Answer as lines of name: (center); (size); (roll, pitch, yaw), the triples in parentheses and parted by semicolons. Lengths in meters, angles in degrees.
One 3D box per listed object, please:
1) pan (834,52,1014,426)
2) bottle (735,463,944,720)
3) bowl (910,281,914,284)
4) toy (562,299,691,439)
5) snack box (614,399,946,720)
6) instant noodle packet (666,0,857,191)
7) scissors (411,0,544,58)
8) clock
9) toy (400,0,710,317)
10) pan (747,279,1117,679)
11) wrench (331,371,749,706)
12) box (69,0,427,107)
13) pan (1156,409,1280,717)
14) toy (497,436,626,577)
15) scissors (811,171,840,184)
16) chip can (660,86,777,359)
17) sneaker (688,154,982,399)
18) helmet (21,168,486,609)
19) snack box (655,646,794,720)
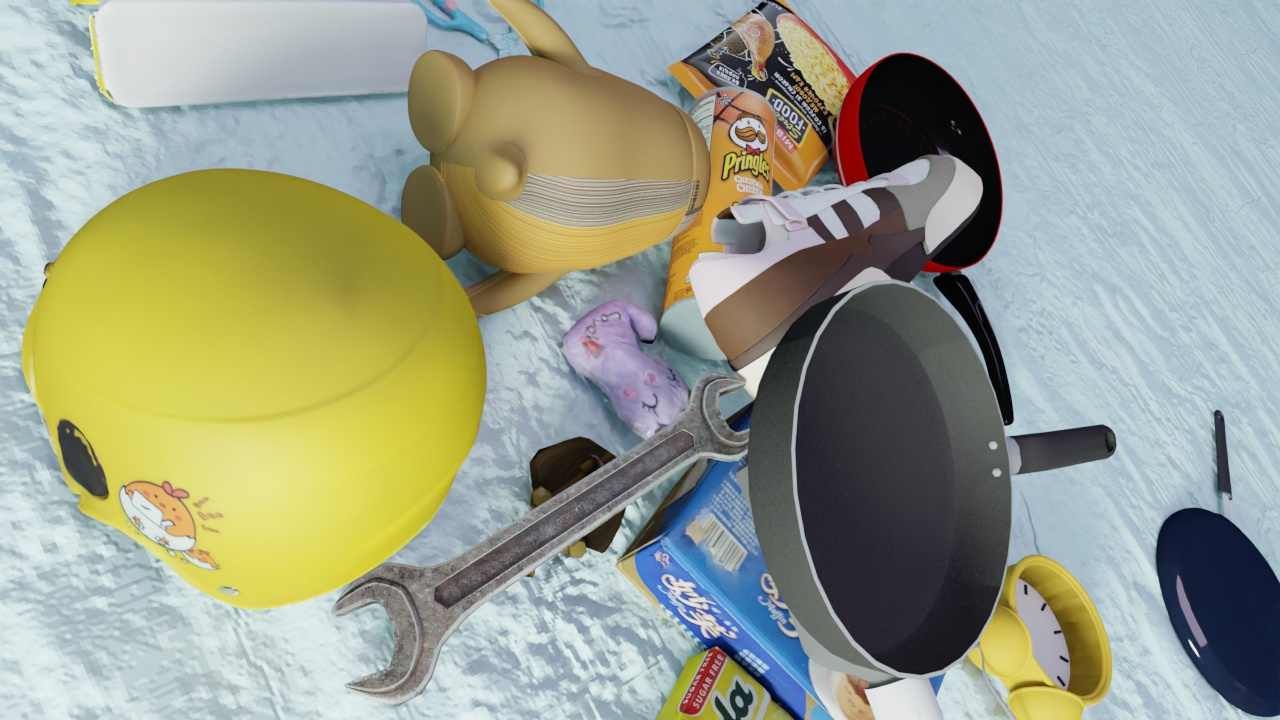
pan: (0.279, -0.112, 0.856); (0.208, 0.067, 0.356); (-8, 84, -36)
bottle: (0.128, 0.132, 0.543); (0.083, 0.046, 0.173); (-7, 69, -34)
bowl: (0.171, -0.036, 0.745); (0.113, 0.063, 0.113); (15, 58, -25)
toy: (-0.004, 0.004, 0.629); (0.099, 0.037, 0.080); (46, 51, -1)
snack box: (0.108, 0.143, 0.602); (0.202, 0.069, 0.154); (45, 50, -3)
instant noodle packet: (0.136, -0.257, 0.865); (0.160, 0.032, 0.220); (45, 50, -3)
scissors: (-0.113, -0.267, 0.727); (0.135, 0.015, 0.135); (37, 52, -17)
clock: (0.303, 0.217, 0.701); (0.151, 0.052, 0.113); (-32, 85, -45)
toy: (-0.045, -0.130, 0.614); (0.202, 0.199, 0.163); (-7, 24, -39)
pan: (0.188, 0.060, 0.538); (0.354, 0.044, 0.204); (-1, 83, -42)
wrench: (-0.044, 0.089, 0.507); (0.272, 0.010, 0.070); (-31, 72, -18)
box: (-0.249, -0.218, 0.596); (0.208, 0.080, 0.080); (-18, 41, -38)
pan: (0.598, 0.181, 0.931); (0.198, 0.021, 0.355); (35, 50, -12)
toy: (-0.051, 0.092, 0.540); (0.100, 0.063, 0.076); (-41, 112, -23)
scissors: (0.218, -0.170, 0.883); (0.139, 0.028, 0.170); (43, 54, -8)
chip can: (0.064, -0.110, 0.710); (0.075, 0.075, 0.214); (22, 55, -21)
sneaker: (0.130, -0.088, 0.635); (0.116, 0.112, 0.292); (49, 53, -1)
helmet: (-0.181, -0.012, 0.456); (0.240, 0.140, 0.208); (43, 50, -5)
snack box: (0.075, 0.271, 0.526); (0.181, 0.045, 0.121); (43, 50, -5)
